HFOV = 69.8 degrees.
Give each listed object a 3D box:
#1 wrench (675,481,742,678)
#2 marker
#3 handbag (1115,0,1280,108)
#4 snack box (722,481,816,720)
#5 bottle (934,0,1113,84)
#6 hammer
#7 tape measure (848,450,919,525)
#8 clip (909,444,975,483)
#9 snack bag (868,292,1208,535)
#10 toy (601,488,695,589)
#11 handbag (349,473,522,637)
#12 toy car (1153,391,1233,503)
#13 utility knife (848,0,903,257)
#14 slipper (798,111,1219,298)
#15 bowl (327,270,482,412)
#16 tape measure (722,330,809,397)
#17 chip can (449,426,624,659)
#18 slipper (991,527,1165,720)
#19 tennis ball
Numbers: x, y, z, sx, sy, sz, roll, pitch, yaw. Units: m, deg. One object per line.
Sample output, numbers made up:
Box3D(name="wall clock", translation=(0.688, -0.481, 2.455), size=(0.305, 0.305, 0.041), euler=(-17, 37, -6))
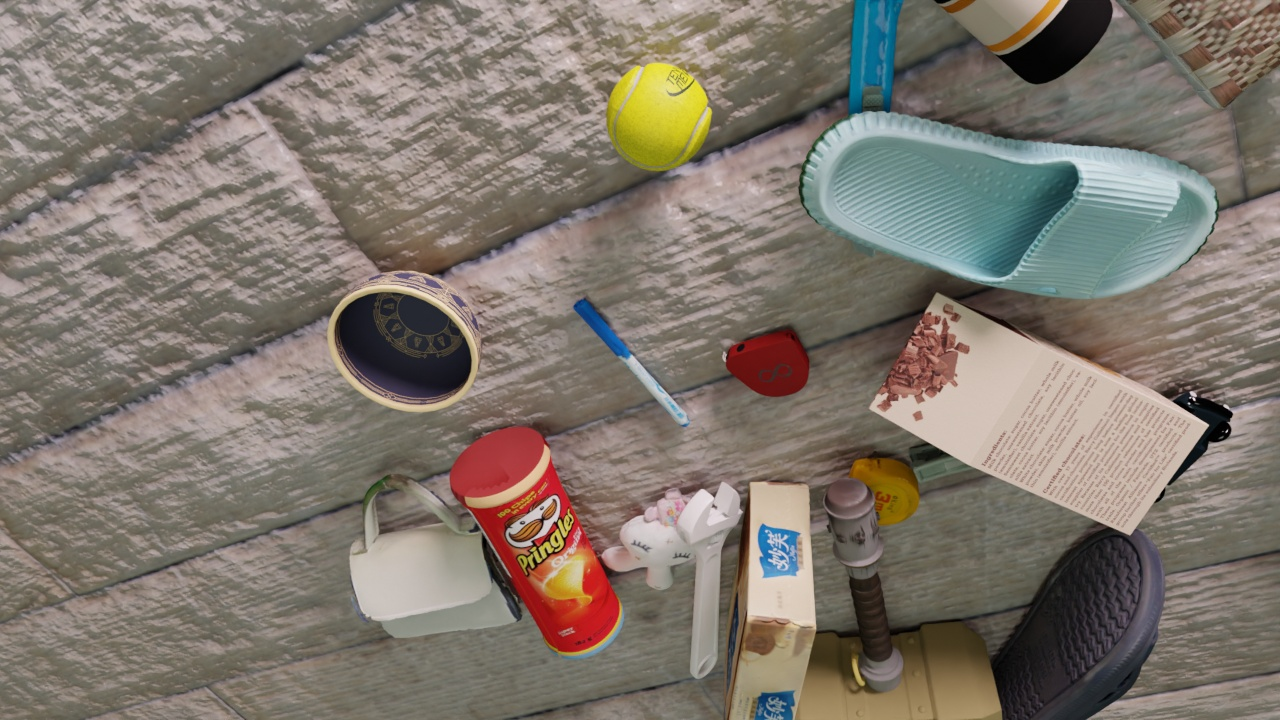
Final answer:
Box3D(name="wrench", translation=(0.061, 0.213, 0.848), size=(0.018, 0.066, 0.274), euler=(35, 142, 36))
Box3D(name="marker", translation=(-0.004, 0.004, 0.728), size=(0.013, 0.013, 0.142), euler=(-29, 118, 25))
Box3D(name="handbag", translation=(0.314, -0.237, 0.492), size=(0.186, 0.046, 0.124), euler=(36, 130, -18))
Box3D(name="snack box", translation=(0.107, 0.230, 0.788), size=(0.055, 0.153, 0.208), euler=(6, 126, 4))
Box3D(name="bottle", translation=(0.176, -0.230, 0.505), size=(0.181, 0.059, 0.059), euler=(33, 123, -16))
Box3D(name="hammer", translation=(0.203, 0.227, 0.800), size=(0.190, 0.100, 0.325), euler=(-9, 126, 14))
Box3D(name="tape measure", translation=(0.201, 0.108, 0.763), size=(0.059, 0.030, 0.068), euler=(6, 131, 3))
Box3D(name="clip", translation=(0.255, 0.075, 0.735), size=(0.076, 0.043, 0.023), euler=(-19, 123, 19))
Box3D(name="snack bag", translation=(0.277, 0.034, 0.660), size=(0.206, 0.069, 0.094), euler=(23, 107, -9))
Box3D(name="toy", translation=(0.016, 0.163, 0.823), size=(0.076, 0.037, 0.126), euler=(20, 130, -12))
Box3D(name="handbag", translation=(-0.199, 0.180, 0.841), size=(0.151, 0.073, 0.176), euler=(-11, 123, 15))
Box3D(name="toy car", translation=(0.401, 0.069, 0.707), size=(0.046, 0.034, 0.112), euler=(20, 127, -7))
Box3D(name="utility knife", translation=(0.150, -0.157, 0.590), size=(0.031, 0.015, 0.207), euler=(1, 127, 12))
Box3D(name="slipper", translation=(0.237, -0.090, 0.587), size=(0.276, 0.069, 0.116), euler=(11, 130, -6))
Box3D(name="bowl", translation=(-0.172, -0.023, 0.698), size=(0.112, 0.061, 0.113), euler=(4, 126, 5))
Box3D(name="tape measure", translation=(0.100, 0.004, 0.710), size=(0.059, 0.019, 0.051), euler=(-16, 124, 26))
Box3D(name="chip can", translation=(-0.086, 0.165, 0.809), size=(0.087, 0.086, 0.213), euler=(-11, 124, 15))
Box3D(name="slipper", translation=(0.394, 0.258, 0.802), size=(0.083, 0.110, 0.269), euler=(12, 130, -5))
Box3D(name="tennis ball", translation=(0.011, -0.153, 0.578), size=(0.065, 0.065, 0.065), euler=(4, 126, 5))
